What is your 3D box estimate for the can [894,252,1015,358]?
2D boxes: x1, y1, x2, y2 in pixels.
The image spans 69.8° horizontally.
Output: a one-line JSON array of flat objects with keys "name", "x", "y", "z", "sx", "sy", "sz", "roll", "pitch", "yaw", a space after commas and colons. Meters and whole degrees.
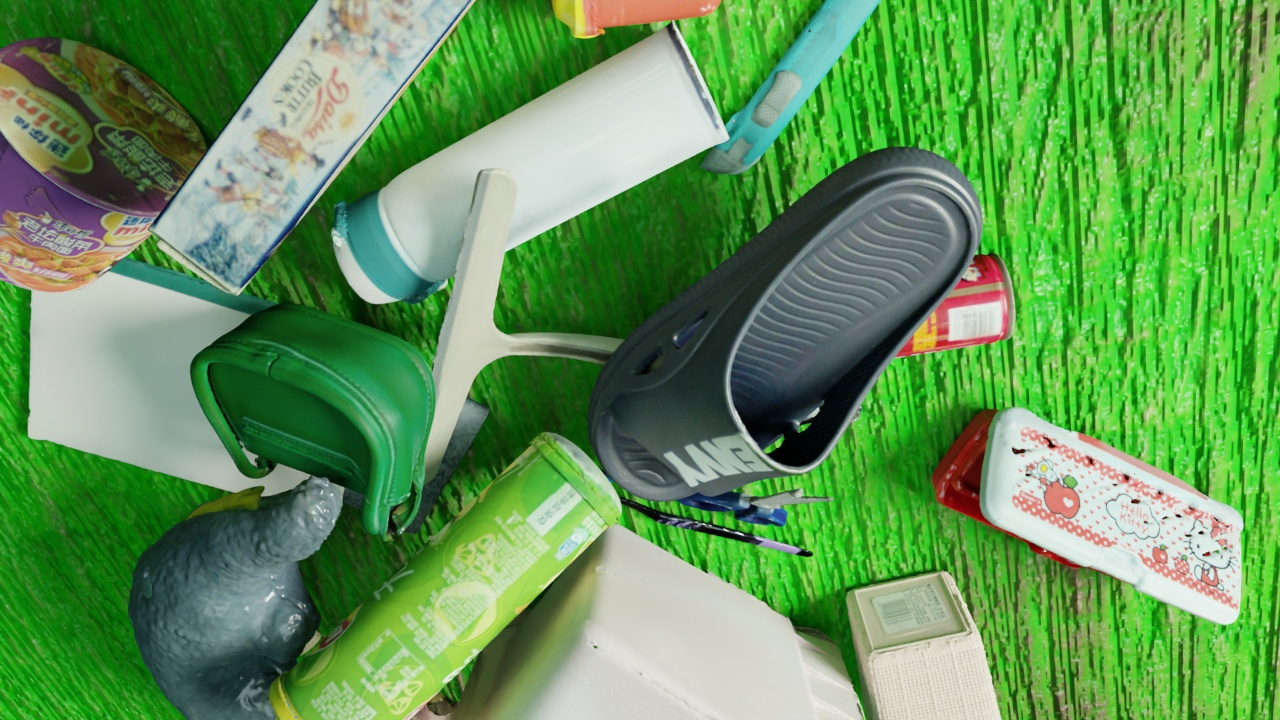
[{"name": "can", "x": 0.146, "y": -0.027, "z": 0.545, "sx": 0.133, "sy": 0.053, "sz": 0.053, "roll": -9, "pitch": 117, "yaw": 5}]

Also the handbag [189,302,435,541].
[{"name": "handbag", "x": -0.184, "y": 0.036, "z": 0.525, "sx": 0.131, "sy": 0.067, "sz": 0.120, "roll": 16, "pitch": 123, "yaw": 16}]

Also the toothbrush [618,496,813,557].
[{"name": "toothbrush", "x": 0.034, "y": 0.116, "z": 0.642, "sx": 0.189, "sy": 0.016, "sz": 0.014, "roll": 16, "pitch": 142, "yaw": -10}]

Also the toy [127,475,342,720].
[{"name": "toy", "x": -0.261, "y": 0.174, "z": 0.596, "sx": 0.138, "sy": 0.091, "sz": 0.357, "roll": 24, "pitch": 131, "yaw": 5}]

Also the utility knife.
[{"name": "utility knife", "x": 0.090, "y": -0.163, "z": 0.498, "sx": 0.029, "sy": 0.013, "sz": 0.161, "roll": 31, "pitch": 113, "yaw": -16}]

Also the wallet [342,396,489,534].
[{"name": "wallet", "x": -0.169, "y": 0.054, "z": 0.611, "sx": 0.097, "sy": 0.019, "sz": 0.121, "roll": 29, "pitch": 115, "yaw": -12}]

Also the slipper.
[{"name": "slipper", "x": 0.065, "y": 0.005, "z": 0.483, "sx": 0.110, "sy": 0.083, "sz": 0.269, "roll": 32, "pitch": 123, "yaw": -22}]

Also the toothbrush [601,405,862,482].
[{"name": "toothbrush", "x": 0.055, "y": 0.058, "z": 0.612, "sx": 0.190, "sy": 0.016, "sz": 0.014, "roll": -16, "pitch": 115, "yaw": 9}]

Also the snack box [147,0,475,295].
[{"name": "snack box", "x": -0.125, "y": -0.139, "z": 0.419, "sx": 0.046, "sy": 0.177, "sz": 0.183, "roll": 38, "pitch": 112, "yaw": -21}]

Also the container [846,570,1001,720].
[{"name": "container", "x": 0.201, "y": 0.221, "z": 0.656, "sx": 0.090, "sy": 0.090, "sz": 0.111, "roll": -14, "pitch": 113, "yaw": 7}]

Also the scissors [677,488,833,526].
[{"name": "scissors", "x": 0.083, "y": 0.090, "z": 0.564, "sx": 0.128, "sy": 0.174, "sz": 0.012, "roll": 25, "pitch": 72, "yaw": -36}]

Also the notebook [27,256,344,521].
[{"name": "notebook", "x": -0.284, "y": 0.016, "z": 0.585, "sx": 0.209, "sy": 0.012, "sz": 0.151, "roll": 17, "pitch": 116, "yaw": -3}]

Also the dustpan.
[{"name": "dustpan", "x": 0.004, "y": 0.221, "z": 0.591, "sx": 0.273, "sy": 0.222, "sz": 0.139, "roll": 33, "pitch": 100, "yaw": -2}]

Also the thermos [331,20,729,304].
[{"name": "thermos", "x": -0.065, "y": -0.098, "z": 0.504, "sx": 0.224, "sy": 0.073, "sz": 0.073, "roll": -25, "pitch": 114, "yaw": 13}]

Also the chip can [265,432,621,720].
[{"name": "chip can", "x": -0.108, "y": 0.136, "z": 0.536, "sx": 0.221, "sy": 0.072, "sz": 0.072, "roll": -43, "pitch": 112, "yaw": -9}]

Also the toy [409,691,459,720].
[{"name": "toy", "x": -0.212, "y": 0.305, "z": 0.709, "sx": 0.157, "sy": 0.105, "sz": 0.066, "roll": -33, "pitch": 69, "yaw": 3}]

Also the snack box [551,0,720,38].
[{"name": "snack box", "x": -0.004, "y": -0.200, "z": 0.439, "sx": 0.080, "sy": 0.091, "sz": 0.082, "roll": -4, "pitch": 118, "yaw": -5}]

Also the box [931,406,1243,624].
[{"name": "box", "x": 0.300, "y": 0.105, "z": 0.592, "sx": 0.201, "sy": 0.091, "sz": 0.095, "roll": 23, "pitch": 114, "yaw": -11}]

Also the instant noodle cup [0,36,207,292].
[{"name": "instant noodle cup", "x": -0.305, "y": -0.095, "z": 0.489, "sx": 0.099, "sy": 0.111, "sz": 0.111, "roll": -36, "pitch": 112, "yaw": 26}]

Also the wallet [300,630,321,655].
[{"name": "wallet", "x": -0.307, "y": 0.187, "z": 0.677, "sx": 0.087, "sy": 0.024, "sz": 0.115, "roll": -31, "pitch": 114, "yaw": 10}]

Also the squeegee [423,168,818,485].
[{"name": "squeegee", "x": -0.003, "y": 0.003, "z": 0.564, "sx": 0.246, "sy": 0.039, "sz": 0.247, "roll": 9, "pitch": 131, "yaw": -17}]
